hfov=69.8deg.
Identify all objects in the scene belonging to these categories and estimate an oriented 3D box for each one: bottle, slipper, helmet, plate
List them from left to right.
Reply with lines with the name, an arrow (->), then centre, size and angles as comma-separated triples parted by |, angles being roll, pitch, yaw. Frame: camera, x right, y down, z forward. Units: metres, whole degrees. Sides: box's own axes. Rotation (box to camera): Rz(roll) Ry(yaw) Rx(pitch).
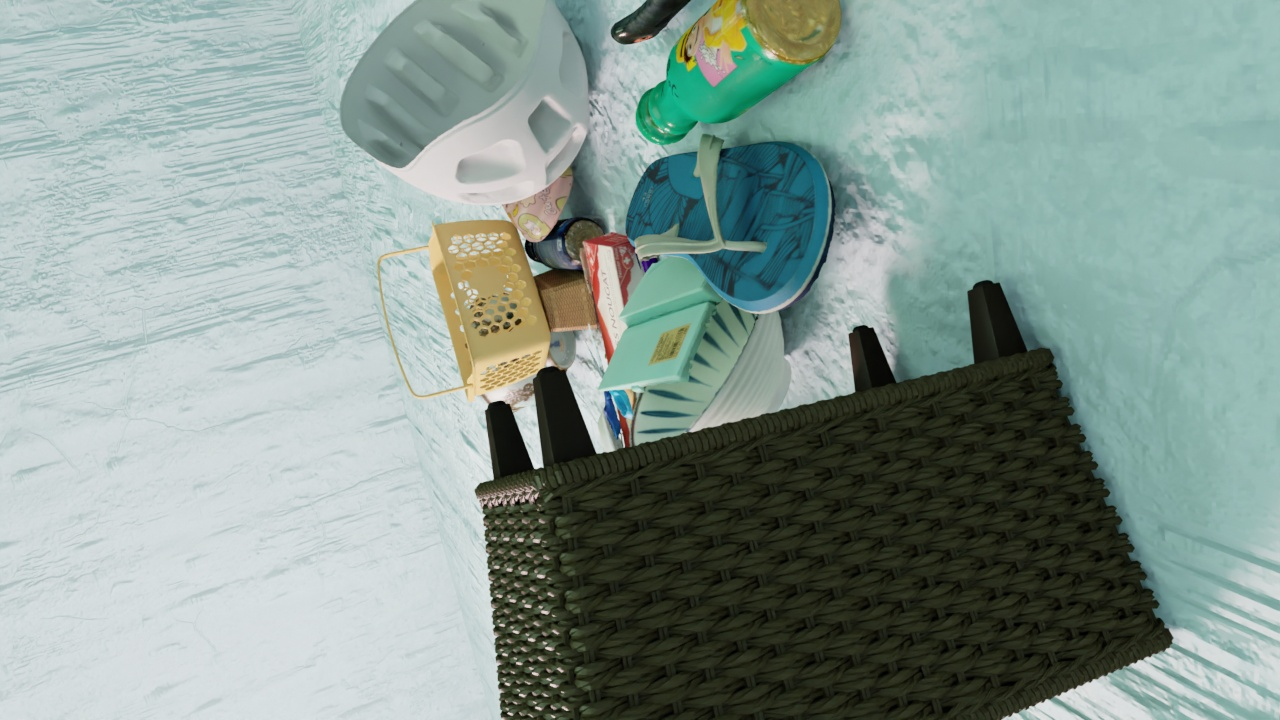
helmet -> -0.178, -0.268, 0.908 | 0.282, 0.224, 0.184 | 28, 165, 24
slipper -> -0.138, -0.211, 1.018 | 0.093, 0.081, 0.197 | -53, 37, 21
bottle -> -0.089, -0.130, 1.036 | 0.161, 0.056, 0.056 | 12, 118, 65
plate -> -0.019, 0.129, 1.052 | 0.157, 0.014, 0.157 | 11, -123, -90
slipper -> 0.043, -0.115, 0.675 | 0.118, 0.060, 0.295 | -64, 27, 4
bottle -> 0.053, -0.199, 0.632 | 0.210, 0.068, 0.068 | -13, 95, 68

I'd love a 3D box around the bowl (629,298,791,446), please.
bowl -> 0.068, 0.014, 0.719 | 0.071, 0.177, 0.178 | 31, 165, -16

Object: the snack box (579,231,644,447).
snack box -> -0.006, 0.006, 0.961 | 0.077, 0.044, 0.273 | 25, 130, 61

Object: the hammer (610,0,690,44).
hammer -> 0.038, -0.253, 0.588 | 0.333, 0.133, 0.033 | -161, 54, -74

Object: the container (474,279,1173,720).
container -> 0.075, 0.090, 0.494 | 0.177, 0.320, 0.205 | 154, 104, -68

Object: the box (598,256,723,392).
box -> 0.021, -0.037, 0.778 | 0.033, 0.136, 0.187 | 35, 163, -15

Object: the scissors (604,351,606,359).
scissors -> -0.031, -0.039, 1.032 | 0.070, 0.014, 0.131 | 50, 149, 45

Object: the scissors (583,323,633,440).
scissors -> -0.041, 0.027, 0.985 | 0.133, 0.015, 0.104 | 59, 156, 30

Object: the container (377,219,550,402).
container -> -0.204, -0.057, 1.042 | 0.129, 0.167, 0.183 | 115, 139, -67

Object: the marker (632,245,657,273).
marker -> 0.014, -0.071, 0.888 | 0.015, 0.018, 0.134 | -34, -73, -79

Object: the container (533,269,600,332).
container -> -0.089, -0.071, 1.058 | 0.114, 0.061, 0.063 | -142, 41, -66

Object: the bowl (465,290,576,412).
bowl -> -0.139, -0.017, 1.163 | 0.094, 0.159, 0.160 | -8, 102, 26
